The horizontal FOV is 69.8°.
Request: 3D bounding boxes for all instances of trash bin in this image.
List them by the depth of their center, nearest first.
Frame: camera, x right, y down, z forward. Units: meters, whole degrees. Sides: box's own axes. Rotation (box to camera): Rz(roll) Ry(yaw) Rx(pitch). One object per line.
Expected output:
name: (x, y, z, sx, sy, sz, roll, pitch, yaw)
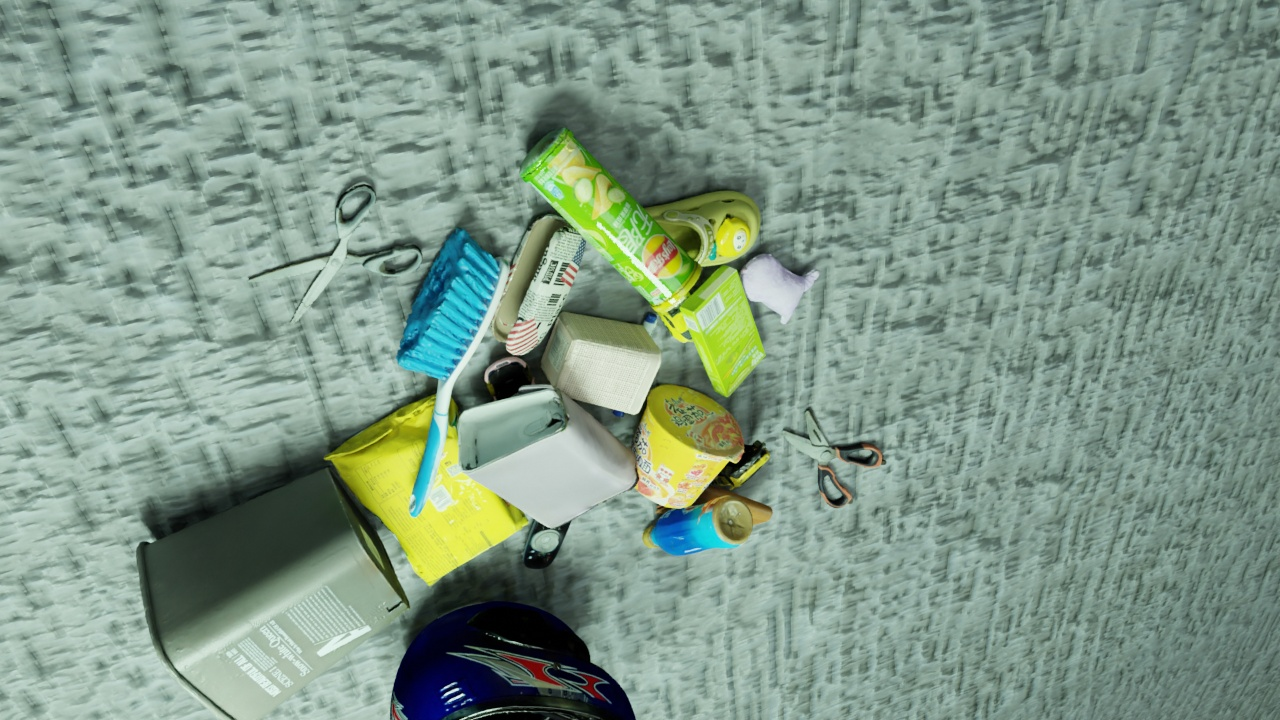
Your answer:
trash bin: (-0.401, 0.256, 1.028, 0.219, 0.198, 0.199, -29, 135, -13)

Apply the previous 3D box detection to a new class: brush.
brush: (-0.222, 0.019, 1.004, 0.109, 0.060, 0.314, 26, 88, -43)

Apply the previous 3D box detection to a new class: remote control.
remote control: (-0.123, 0.223, 1.236, 0.053, 0.024, 0.137, 9, 117, -30)

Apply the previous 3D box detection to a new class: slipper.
slipper: (0.058, -0.136, 1.061, 0.190, 0.081, 0.092, -10, 126, -15)

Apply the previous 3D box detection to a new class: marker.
marker: (-0.007, 0.007, 1.159, 0.016, 0.017, 0.146, 6, 117, -27)

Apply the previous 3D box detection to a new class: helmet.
helmet: (-0.167, 0.443, 1.211, 0.315, 0.240, 0.248, 13, 113, -18)

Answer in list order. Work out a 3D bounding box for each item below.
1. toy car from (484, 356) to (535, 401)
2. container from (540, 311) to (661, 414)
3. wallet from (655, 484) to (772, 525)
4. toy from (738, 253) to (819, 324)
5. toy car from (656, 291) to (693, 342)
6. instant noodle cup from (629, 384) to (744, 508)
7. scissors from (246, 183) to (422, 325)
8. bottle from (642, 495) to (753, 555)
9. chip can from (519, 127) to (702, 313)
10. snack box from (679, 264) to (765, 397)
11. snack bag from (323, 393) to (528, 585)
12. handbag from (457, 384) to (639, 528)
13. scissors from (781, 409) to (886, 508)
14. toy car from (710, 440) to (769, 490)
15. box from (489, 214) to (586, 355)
toy car: (-0.150, 0.040, 1.104, 0.056, 0.037, 0.122, -21, 139, -4)
container: (-0.050, 0.001, 1.092, 0.110, 0.090, 0.090, 12, 114, -27)
wallet: (0.102, 0.210, 1.294, 0.131, 0.031, 0.108, 23, 146, -27)
toy: (0.170, -0.097, 1.160, 0.108, 0.039, 0.084, 24, 108, -31)
toy car: (0.045, -0.065, 1.129, 0.048, 0.032, 0.105, -35, 126, -1)
instant noodle cup: (0.048, 0.116, 1.184, 0.138, 0.138, 0.110, 11, 122, -30)
scissors: (-0.314, -0.107, 0.952, 0.180, 0.014, 0.160, -3, 121, -22)
bottle: (0.065, 0.227, 1.228, 0.065, 0.219, 0.065, 9, 71, -27)
chip can: (-0.031, -0.150, 0.979, 0.072, 0.072, 0.221, -44, 109, 6)
snack box: (0.106, -0.035, 1.152, 0.085, 0.026, 0.156, -46, 135, -20)
snack bag: (-0.250, 0.160, 1.113, 0.158, 0.068, 0.247, -30, 126, -5)
handbag: (-0.105, 0.111, 1.093, 0.145, 0.098, 0.197, -18, 146, 19)
scissors: (0.291, 0.148, 1.383, 0.221, 0.015, 0.190, -3, 121, -21)
toy car: (0.132, 0.142, 1.234, 0.071, 0.156, 0.041, -40, 92, -12)
box: (-0.106, -0.077, 1.023, 0.074, 0.081, 0.164, 14, 110, -36)
